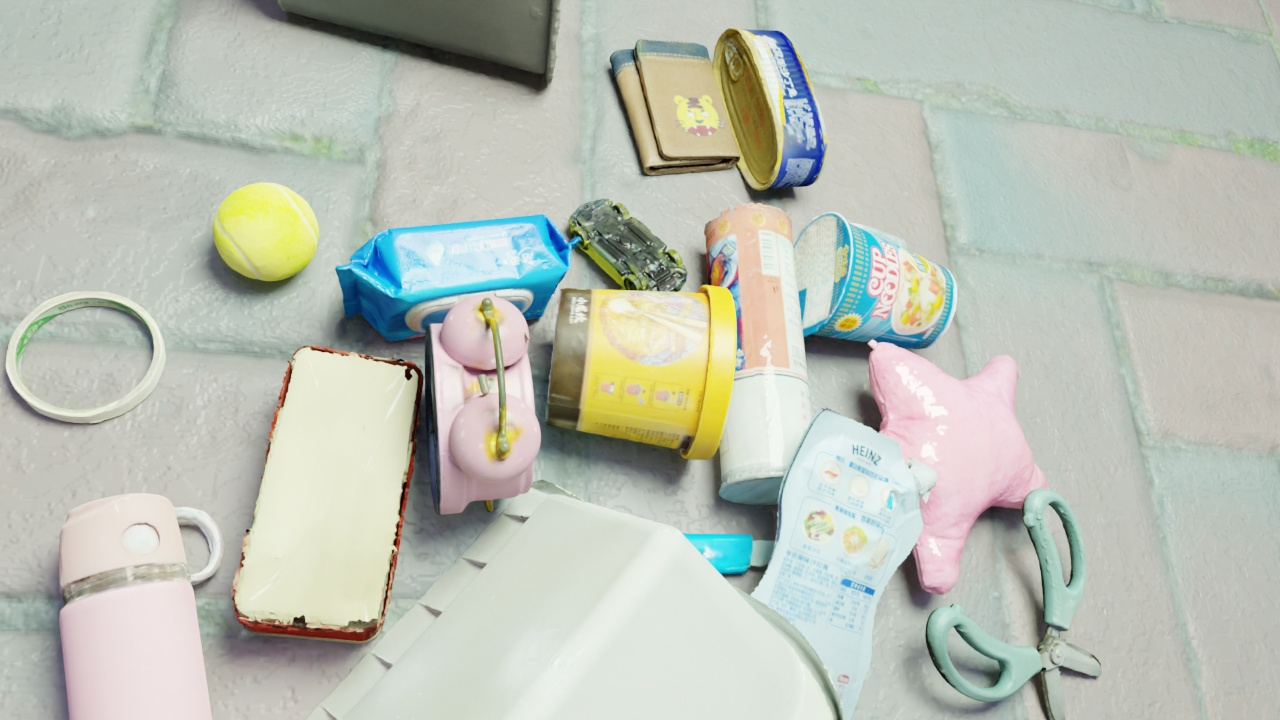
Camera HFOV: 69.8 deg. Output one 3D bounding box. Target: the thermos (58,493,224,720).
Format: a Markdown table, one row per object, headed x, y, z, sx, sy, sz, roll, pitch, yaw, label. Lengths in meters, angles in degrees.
| x | y | z | sx | sy | sz | roll | pitch | yaw | label |
| --- | --- | --- | --- | --- | --- | --- | --- | --- | --- |
| -0.261 | 0.172 | 0.496 | 0.087 | 0.067 | 0.198 | 7 | 58 | -49 | thermos |

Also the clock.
| x | y | z | sx | sy | sz | roll | pitch | yaw | label |
| --- | --- | --- | --- | --- | --- | --- | --- | --- | --- |
| -0.097 | 0.027 | 0.552 | 0.059 | 0.159 | 0.117 | -3 | 68 | -15 | clock |

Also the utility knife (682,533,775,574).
| x | y | z | sx | sy | sz | roll | pitch | yaw | label |
| --- | --- | --- | --- | --- | --- | --- | --- | --- | --- |
| 0.026 | 0.131 | 0.622 | 0.178 | 0.018 | 0.034 | 2 | 65 | -17 | utility knife |

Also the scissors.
| x | y | z | sx | sy | sz | roll | pitch | yaw | label |
| --- | --- | --- | --- | --- | --- | --- | --- | --- | --- |
| 0.262 | 0.179 | 0.644 | 0.179 | 0.019 | 0.170 | -2 | 86 | -28 | scissors |

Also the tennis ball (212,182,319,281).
| x | y | z | sx | sy | sz | roll | pitch | yaw | label |
| --- | --- | --- | --- | --- | --- | --- | --- | --- | --- |
| -0.248 | -0.085 | 0.610 | 0.065 | 0.066 | 0.065 | 6 | 65 | -14 | tennis ball |

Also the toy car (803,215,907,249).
| x | y | z | sx | sy | sz | roll | pitch | yaw | label |
| --- | --- | --- | --- | --- | --- | --- | --- | --- | --- |
| 0.178 | -0.094 | 0.761 | 0.090 | 0.034 | 0.042 | 16 | 66 | -8 | toy car |

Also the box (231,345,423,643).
| x | y | z | sx | sy | sz | roll | pitch | yaw | label |
| --- | --- | --- | --- | --- | --- | --- | --- | --- | --- |
| -0.185 | 0.077 | 0.549 | 0.091 | 0.077 | 0.168 | 9 | 64 | -13 | box |

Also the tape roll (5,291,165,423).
| x | y | z | sx | sy | sz | roll | pitch | yaw | label |
| --- | --- | --- | --- | --- | --- | --- | --- | --- | --- |
| -0.345 | -0.003 | 0.573 | 0.085 | 0.014 | 0.085 | 6 | 65 | -14 | tape roll |

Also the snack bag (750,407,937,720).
| x | y | z | sx | sy | sz | roll | pitch | yaw | label |
| --- | --- | --- | --- | --- | --- | --- | --- | --- | --- |
| 0.124 | 0.135 | 0.596 | 0.110 | 0.039 | 0.191 | 22 | 84 | -11 | snack bag |

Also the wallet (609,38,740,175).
| x | y | z | sx | sy | sz | roll | pitch | yaw | label |
| --- | --- | --- | --- | --- | --- | --- | --- | --- | --- |
| 0.029 | -0.213 | 0.771 | 0.090 | 0.033 | 0.115 | -8 | 73 | -21 | wallet |

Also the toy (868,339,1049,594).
| x | y | z | sx | sy | sz | roll | pitch | yaw | label |
| --- | --- | --- | --- | --- | --- | --- | --- | --- | --- |
| 0.228 | 0.055 | 0.682 | 0.194 | 0.075 | 0.178 | -31 | 89 | -29 | toy |

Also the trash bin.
| x | y | z | sx | sy | sz | roll | pitch | yaw | label |
| --- | --- | --- | --- | --- | --- | --- | --- | --- | --- |
| -0.158 | -0.349 | 0.692 | 0.219 | 0.199 | 0.198 | 6 | 65 | -8 | trash bin |

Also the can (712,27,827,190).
| x | y | z | sx | sy | sz | roll | pitch | yaw | label |
| --- | --- | --- | --- | --- | --- | --- | --- | --- | --- |
| 0.107 | -0.212 | 0.769 | 0.049 | 0.075 | 0.148 | -7 | 69 | -22 | can |

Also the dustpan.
| x | y | z | sx | sy | sz | roll | pitch | yaw | label |
| --- | --- | --- | --- | --- | --- | --- | --- | --- | --- |
| -0.032 | 0.188 | 0.481 | 0.222 | 0.258 | 0.142 | -46 | 107 | -28 | dustpan |

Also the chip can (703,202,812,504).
| x | y | z | sx | sy | sz | roll | pitch | yaw | label |
| --- | --- | --- | --- | --- | --- | --- | --- | --- | --- |
| 0.087 | -0.007 | 0.672 | 0.071 | 0.071 | 0.214 | 5 | 65 | -15 | chip can |

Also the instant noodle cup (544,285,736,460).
| x | y | z | sx | sy | sz | roll | pitch | yaw | label |
| --- | --- | --- | --- | --- | --- | --- | --- | --- | --- |
| -0.004 | 0.004 | 0.620 | 0.114 | 0.119 | 0.118 | 6 | 65 | -5 | instant noodle cup |

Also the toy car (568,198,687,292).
| x | y | z | sx | sy | sz | roll | pitch | yaw | label |
| --- | --- | --- | --- | --- | --- | --- | --- | --- | --- |
| -0.011 | -0.081 | 0.699 | 0.048 | 0.032 | 0.105 | -36 | 69 | -27 | toy car |

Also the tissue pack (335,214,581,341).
| x | y | z | sx | sy | sz | roll | pitch | yaw | label |
| --- | --- | --- | --- | --- | --- | --- | --- | --- | --- |
| -0.123 | -0.052 | 0.617 | 0.157 | 0.095 | 0.052 | -9 | 75 | -20 | tissue pack |

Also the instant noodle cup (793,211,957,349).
| x | y | z | sx | sy | sz | roll | pitch | yaw | label |
| --- | --- | --- | --- | --- | --- | --- | --- | --- | --- |
| 0.180 | -0.054 | 0.714 | 0.110 | 0.099 | 0.099 | 12 | 63 | -20 | instant noodle cup |
